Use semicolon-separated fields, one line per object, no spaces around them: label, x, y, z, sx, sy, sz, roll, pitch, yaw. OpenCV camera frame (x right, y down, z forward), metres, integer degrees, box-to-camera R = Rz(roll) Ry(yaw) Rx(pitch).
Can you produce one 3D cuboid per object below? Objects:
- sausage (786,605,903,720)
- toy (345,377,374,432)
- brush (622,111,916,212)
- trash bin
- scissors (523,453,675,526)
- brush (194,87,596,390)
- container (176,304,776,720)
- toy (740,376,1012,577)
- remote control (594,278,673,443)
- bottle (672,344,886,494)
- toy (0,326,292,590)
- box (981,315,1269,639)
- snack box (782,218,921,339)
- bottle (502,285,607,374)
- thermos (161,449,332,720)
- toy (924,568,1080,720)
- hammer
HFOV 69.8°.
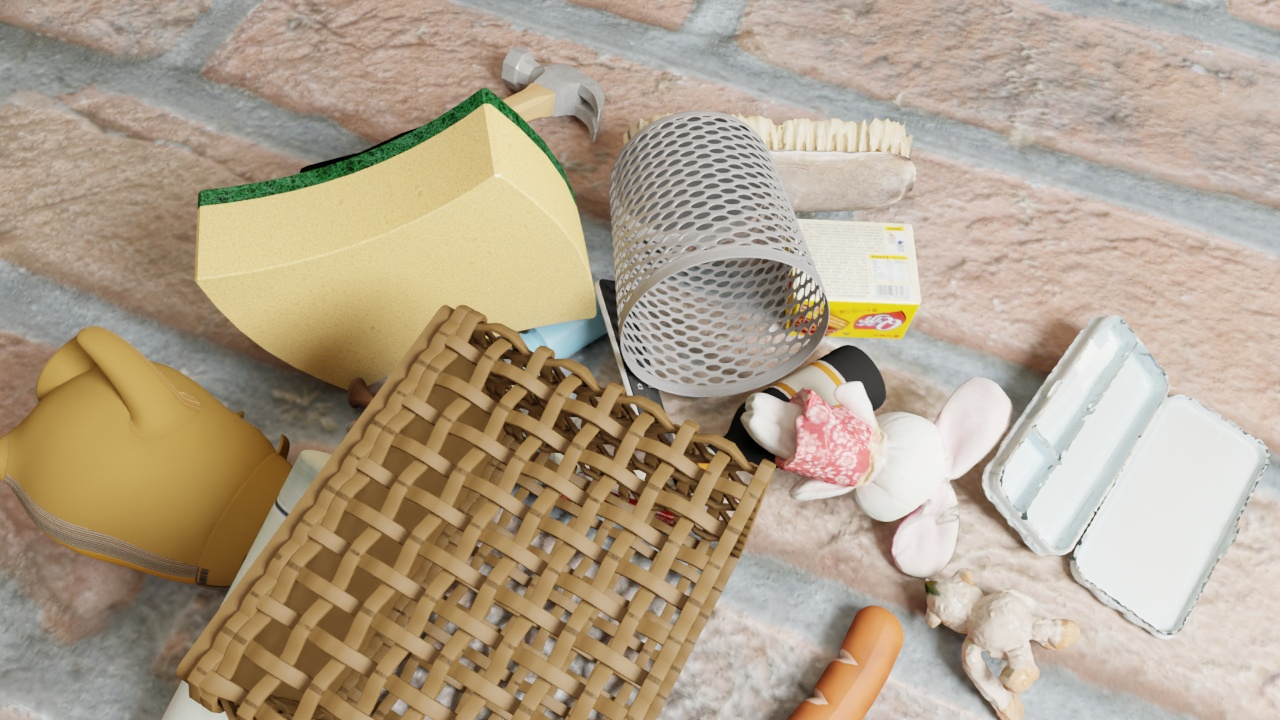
sausage;0.130;0.241;0.637;0.044;0.039;0.164;37;67;20
toy;-0.200;0.063;0.725;0.102;0.042;0.054;33;57;11
brush;0.116;-0.178;0.836;0.271;0.083;0.056;0;62;0
trash bin;0.053;-0.090;0.738;0.156;0.157;0.183;-5;51;-4
scissors;-0.058;0.096;0.725;0.187;0.015;0.146;-17;64;-8
brush;-0.169;-0.076;0.681;0.250;0.195;0.075;-17;62;9
container;-0.079;0.151;0.569;0.214;0.220;0.251;27;69;13
toy;0.167;0.071;0.670;0.194;0.084;0.159;16;95;-10
remote control;-0.004;0.004;0.739;0.008;0.045;0.146;-22;80;26
bottle;0.106;0.053;0.725;0.181;0.059;0.059;-29;66;-15
toy;-0.331;0.082;0.660;0.203;0.199;0.162;29;36;-1
box;0.384;0.085;0.725;0.192;0.061;0.209;42;68;-1
snack box;0.178;-0.069;0.791;0.106;0.061;0.083;2;62;0
bottle;-0.070;-0.021;0.772;0.129;0.040;0.040;-33;67;-17
thermos;-0.244;0.173;0.603;0.068;0.068;0.230;27;88;13
toy;0.246;0.195;0.656;0.106;0.074;0.085;34;79;20
hammer;-0.152;-0.199;0.796;0.131;0.039;0.327;30;42;18
